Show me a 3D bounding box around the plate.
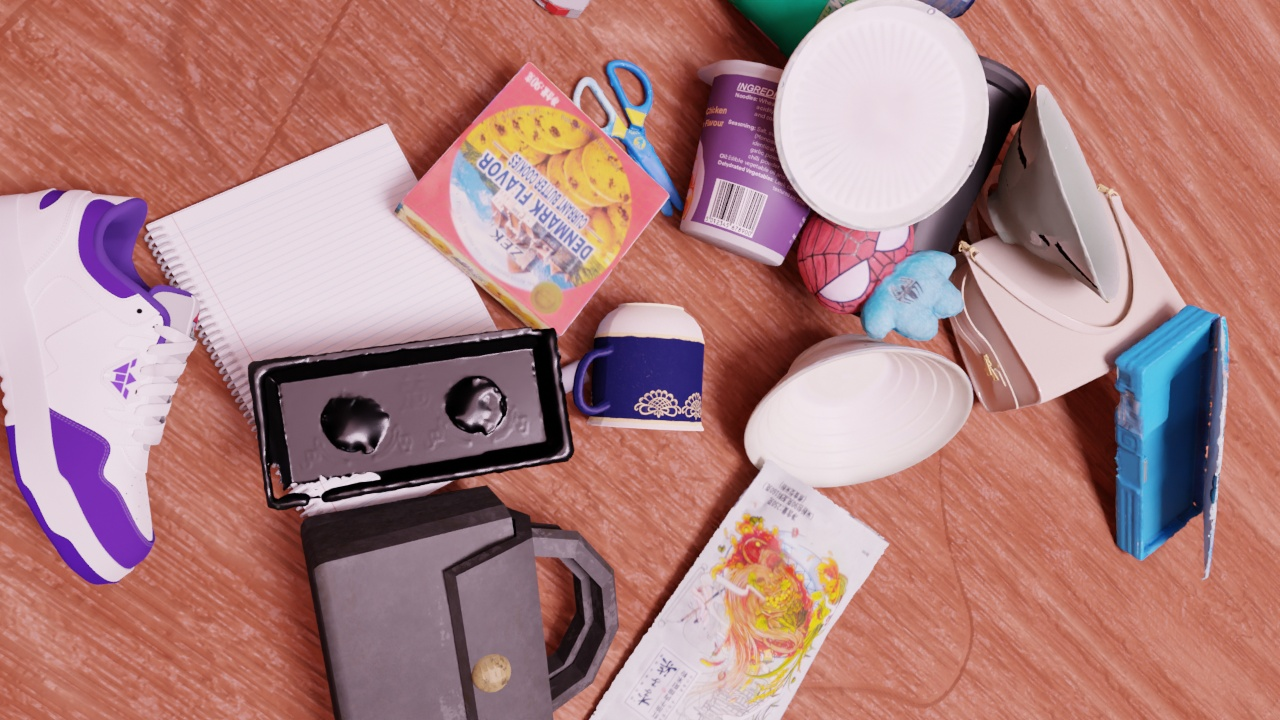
[{"bbox_3d":[0.166,-0.168,0.635,0.157,0.014,0.157,-3,104,-10],"label":"plate"}]

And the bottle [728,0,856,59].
[{"bbox_3d":[0.153,-0.237,0.694,0.068,0.068,0.209,-39,79,-14],"label":"bottle"}]

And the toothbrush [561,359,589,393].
[{"bbox_3d":[-0.123,0.049,0.670,0.187,0.018,0.019,-28,97,-16],"label":"toothbrush"}]

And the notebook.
[{"bbox_3d":[-0.198,-0.019,0.636,0.177,0.013,0.245,-29,94,-17],"label":"notebook"}]

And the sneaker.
[{"bbox_3d":[-0.321,0.007,0.565,0.111,0.092,0.244,-17,90,-15],"label":"sneaker"}]

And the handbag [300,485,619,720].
[{"bbox_3d":[-0.107,0.190,0.621,0.199,0.102,0.197,-12,107,-24],"label":"handbag"}]

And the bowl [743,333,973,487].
[{"bbox_3d":[0.163,0.028,0.720,0.176,0.177,0.057,8,48,-18],"label":"bowl"}]

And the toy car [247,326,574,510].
[{"bbox_3d":[-0.148,0.036,0.603,0.191,0.071,0.094,-9,87,-18],"label":"toy car"}]

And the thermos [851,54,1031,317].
[{"bbox_3d":[0.229,-0.138,0.745,0.105,0.106,0.218,22,89,-17],"label":"thermos"}]

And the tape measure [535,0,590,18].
[{"bbox_3d":[-0.059,-0.292,0.684,0.062,0.020,0.060,38,79,-16],"label":"tape measure"}]

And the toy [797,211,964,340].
[{"bbox_3d":[0.173,-0.068,0.676,0.092,0.062,0.133,-49,64,7],"label":"toy"}]

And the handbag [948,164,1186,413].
[{"bbox_3d":[0.348,-0.079,0.794,0.194,0.101,0.198,-22,86,-17],"label":"handbag"}]

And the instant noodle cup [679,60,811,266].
[{"bbox_3d":[0.083,-0.145,0.697,0.137,0.121,0.122,22,94,26],"label":"instant noodle cup"}]

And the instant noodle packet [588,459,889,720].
[{"bbox_3d":[0.079,0.224,0.724,0.147,0.057,0.269,34,86,-14],"label":"instant noodle packet"}]

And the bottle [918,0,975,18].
[{"bbox_3d":[0.206,-0.336,0.753,0.160,0.056,0.056,19,85,-17],"label":"bottle"}]

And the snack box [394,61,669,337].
[{"bbox_3d":[-0.075,-0.113,0.663,0.142,0.040,0.144,41,71,-15],"label":"snack box"}]

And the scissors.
[{"bbox_3d":[0.002,-0.171,0.712,0.070,0.022,0.130,-38,98,-14],"label":"scissors"}]

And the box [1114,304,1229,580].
[{"bbox_3d":[0.468,0.080,0.780,0.091,0.085,0.244,-32,127,-12],"label":"box"}]

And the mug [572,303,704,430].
[{"bbox_3d":[-0.004,0.004,0.669,0.111,0.086,0.089,6,86,-43],"label":"mug"}]

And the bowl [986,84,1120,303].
[{"bbox_3d":[0.313,-0.122,0.721,0.174,0.068,0.174,27,54,-45],"label":"bowl"}]
